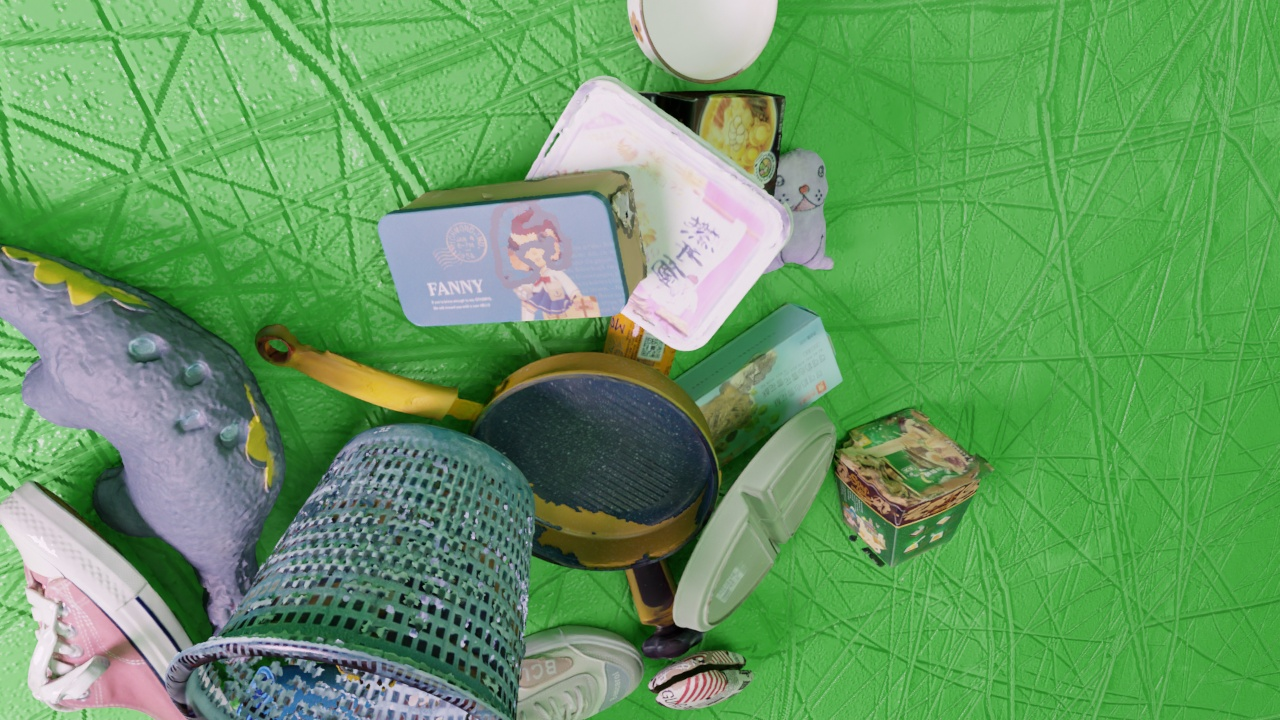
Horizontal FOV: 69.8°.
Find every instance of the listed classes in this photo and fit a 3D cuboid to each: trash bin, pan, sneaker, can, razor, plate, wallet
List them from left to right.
[{"bbox_3d":[-0.362,0.190,0.612,0.087,0.118,0.241,-39,129,-33],"label":"sneaker"},{"bbox_3d":[-0.257,0.282,0.708,0.133,0.040,0.106,26,92,-58],"label":"wallet"},{"bbox_3d":[-0.162,0.160,0.621,0.226,0.194,0.227,6,137,6],"label":"trash bin"},{"bbox_3d":[-0.105,0.053,0.683,0.357,0.078,0.198,31,120,-14],"label":"pan"},{"bbox_3d":[-0.096,0.299,0.793,0.241,0.091,0.090,-5,111,-26],"label":"sneaker"},{"bbox_3d":[-0.004,0.004,0.747,0.058,0.058,0.146,7,108,-29],"label":"can"},{"bbox_3d":[0.010,0.201,0.831,0.062,0.067,0.167,-19,110,-1],"label":"razor"},{"bbox_3d":[0.107,0.143,0.806,0.229,0.027,0.231,-43,152,-30],"label":"plate"}]

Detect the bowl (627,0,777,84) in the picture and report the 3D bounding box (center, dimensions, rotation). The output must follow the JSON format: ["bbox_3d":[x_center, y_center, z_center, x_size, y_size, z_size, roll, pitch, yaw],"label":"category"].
[{"bbox_3d":[0.037,-0.263,0.672,0.113,0.062,0.113,-10,113,-25],"label":"bowl"}]

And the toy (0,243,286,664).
[{"bbox_3d":[-0.309,0.050,0.594,0.138,0.091,0.356,-22,115,-5],"label":"toy"}]

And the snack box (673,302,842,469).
[{"bbox_3d":[0.092,0.027,0.812,0.174,0.051,0.074,-34,120,-12],"label":"snack box"}]

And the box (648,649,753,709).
[{"bbox_3d":[0.058,0.298,0.870,0.072,0.060,0.164,-13,156,18],"label":"box"}]

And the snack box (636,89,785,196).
[{"bbox_3d":[0.049,-0.150,0.715,0.125,0.053,0.113,-16,119,-39],"label":"snack box"}]

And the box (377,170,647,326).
[{"bbox_3d":[-0.091,-0.076,0.629,0.184,0.062,0.090,-5,116,18],"label":"box"}]

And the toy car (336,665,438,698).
[{"bbox_3d":[-0.170,0.236,0.732,0.155,0.071,0.041,15,122,-23],"label":"toy car"}]

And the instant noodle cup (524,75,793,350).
[{"bbox_3d":[0.009,-0.107,0.654,0.173,0.060,0.138,34,119,-5],"label":"instant noodle cup"}]

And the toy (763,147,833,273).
[{"bbox_3d":[0.129,-0.126,0.783,0.083,0.039,0.108,-10,114,-19],"label":"toy"}]

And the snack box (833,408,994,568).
[{"bbox_3d":[0.261,0.132,0.913,0.117,0.118,0.106,-18,128,-20],"label":"snack box"}]
